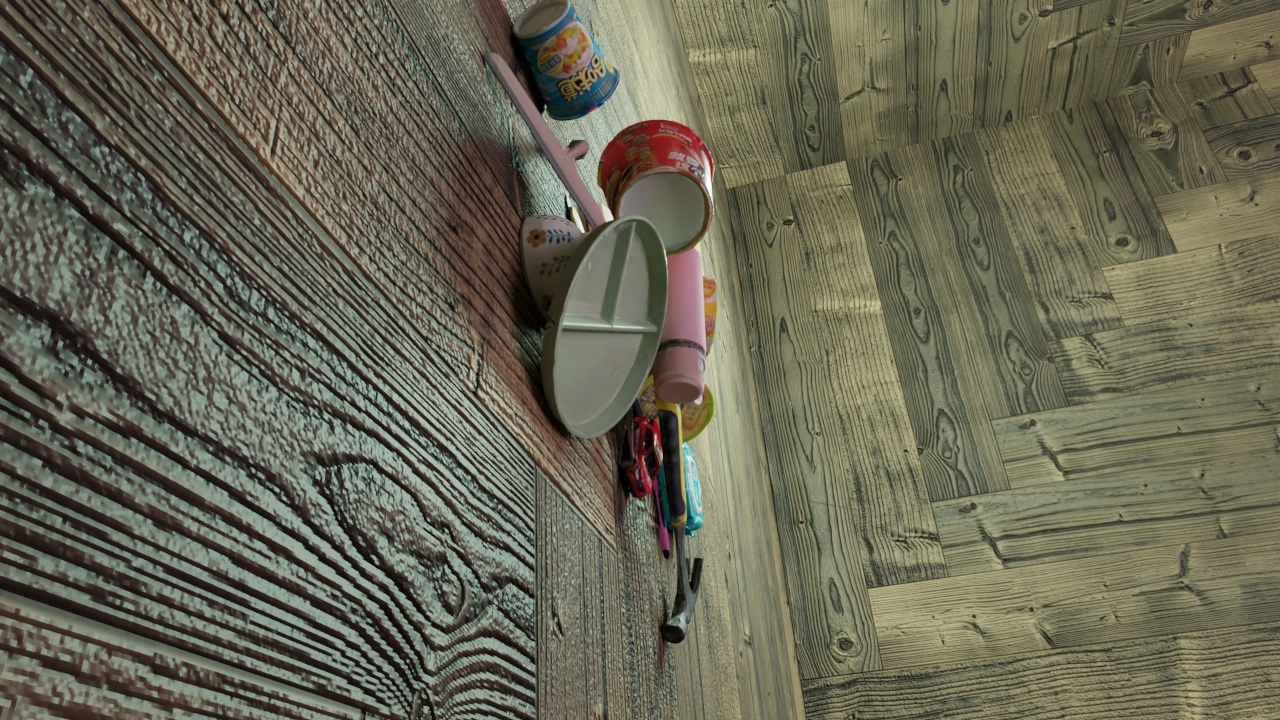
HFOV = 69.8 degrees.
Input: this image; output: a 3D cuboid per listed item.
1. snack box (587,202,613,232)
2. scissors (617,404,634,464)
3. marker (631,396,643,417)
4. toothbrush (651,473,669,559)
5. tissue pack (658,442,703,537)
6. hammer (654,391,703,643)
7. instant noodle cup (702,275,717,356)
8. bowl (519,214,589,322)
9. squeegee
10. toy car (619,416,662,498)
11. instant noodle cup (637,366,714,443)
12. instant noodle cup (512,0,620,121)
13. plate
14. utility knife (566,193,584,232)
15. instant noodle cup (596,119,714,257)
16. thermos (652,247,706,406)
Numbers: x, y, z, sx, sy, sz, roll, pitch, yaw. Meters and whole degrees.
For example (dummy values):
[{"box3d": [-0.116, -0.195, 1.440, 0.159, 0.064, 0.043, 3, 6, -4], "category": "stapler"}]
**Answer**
[{"box3d": [-0.037, -0.156, 1.258, 0.157, 0.026, 0.084, 22, 58, -77], "category": "snack box"}, {"box3d": [-0.017, 0.011, 1.126, 0.190, 0.021, 0.229, -145, -114, -66], "category": "scissors"}, {"box3d": [-0.001, 0.091, 1.214, 0.022, 0.020, 0.132, -55, 139, -43], "category": "marker"}, {"box3d": [0.023, 0.177, 1.260, 0.018, 0.014, 0.189, 71, 10, -77], "category": "toothbrush"}, {"box3d": [0.057, 0.187, 1.324, 0.093, 0.050, 0.133, 50, 31, -69], "category": "tissue pack"}, {"box3d": [0.045, 0.184, 1.153, 0.126, 0.032, 0.324, -53, 141, -65], "category": "hammer"}, {"box3d": [0.041, -0.061, 1.229, 0.138, 0.110, 0.138, -177, -88, -85], "category": "instant noodle cup"}, {"box3d": [-0.074, -0.097, 0.931, 0.113, 0.062, 0.113, -12, 89, -79], "category": "bowl"}, {"box3d": [-0.076, -0.235, 1.032, 0.247, 0.040, 0.249, 57, 7, -13], "category": "squeegee"}, {"box3d": [0.003, 0.118, 1.145, 0.120, 0.045, 0.053, -82, 157, -53], "category": "toy car"}, {"box3d": [0.042, 0.039, 1.276, 0.123, 0.112, 0.112, -94, 168, -66], "category": "instant noodle cup"}, {"box3d": [-0.089, -0.348, 1.044, 0.110, 0.099, 0.099, 57, 23, -44], "category": "instant noodle cup"}, {"box3d": [-0.034, -0.034, 0.921, 0.229, 0.027, 0.231, -43, 141, -48], "category": "plate"}, {"box3d": [-0.063, -0.124, 1.128, 0.031, 0.018, 0.166, -80, 158, -71], "category": "utility knife"}, {"box3d": [0.023, -0.189, 1.035, 0.108, 0.138, 0.138, -98, 171, -55], "category": "instant noodle cup"}, {"box3d": [0.049, -0.040, 1.103, 0.087, 0.067, 0.198, 45, 35, -48], "category": "thermos"}]
